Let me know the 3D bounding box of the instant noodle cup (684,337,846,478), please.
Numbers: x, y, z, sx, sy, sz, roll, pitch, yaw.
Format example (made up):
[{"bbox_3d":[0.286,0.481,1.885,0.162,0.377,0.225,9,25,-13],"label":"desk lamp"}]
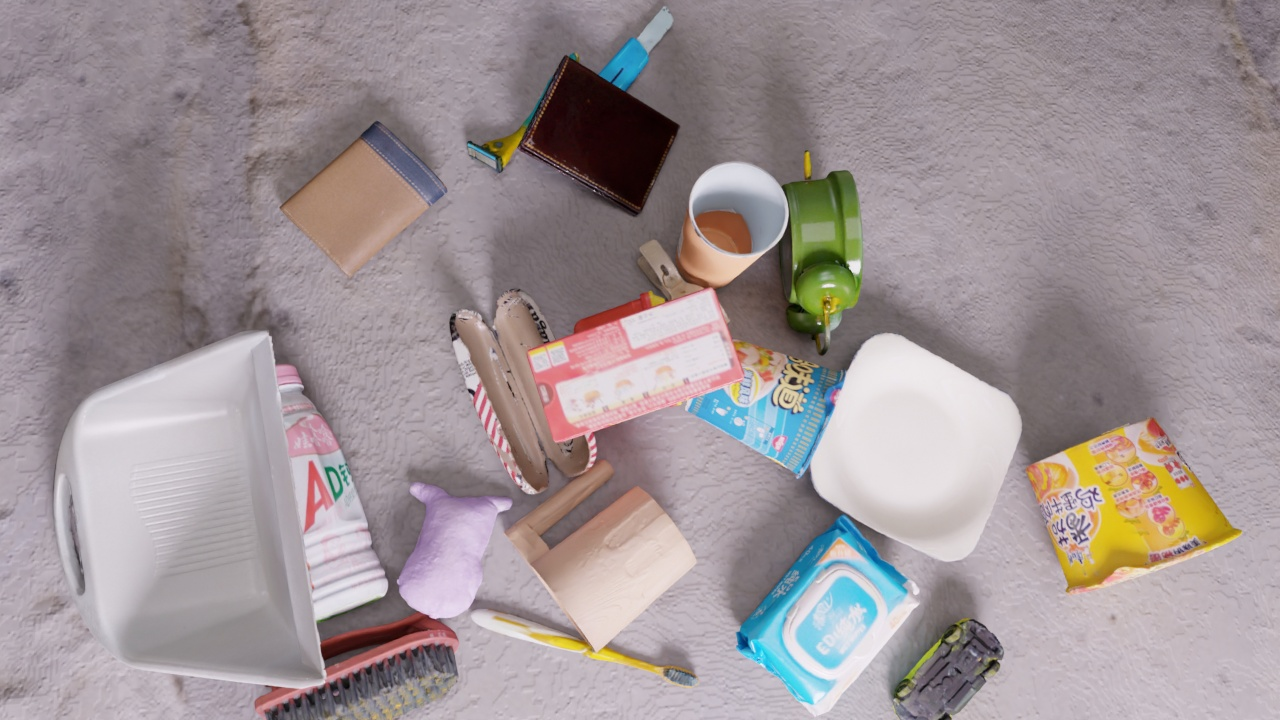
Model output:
[{"bbox_3d":[0.100,0.030,0.757,0.110,0.099,0.099,24,76,7],"label":"instant noodle cup"}]

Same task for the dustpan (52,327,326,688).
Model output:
[{"bbox_3d":[-0.326,0.112,0.626,0.142,0.258,0.222,-9,88,-29],"label":"dustpan"}]

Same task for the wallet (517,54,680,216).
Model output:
[{"bbox_3d":[-0.034,-0.197,0.808,0.122,0.020,0.096,27,80,-17],"label":"wallet"}]

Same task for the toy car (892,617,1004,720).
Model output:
[{"bbox_3d":[0.250,0.259,0.755,0.048,0.032,0.105,42,88,3],"label":"toy car"}]

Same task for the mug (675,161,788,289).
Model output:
[{"bbox_3d":[0.067,-0.103,0.761,0.078,0.123,0.078,2,77,-8],"label":"mug"}]

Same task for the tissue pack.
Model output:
[{"bbox_3d":[0.150,0.205,0.736,0.090,0.063,0.140,44,77,3],"label":"tissue pack"}]

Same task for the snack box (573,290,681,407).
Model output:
[{"bbox_3d":[-0.008,-0.001,0.757,0.080,0.082,0.091,-15,79,3],"label":"snack box"}]

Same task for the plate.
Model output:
[{"bbox_3d":[0.231,0.074,0.787,0.164,0.034,0.163,29,76,-3],"label":"plate"}]

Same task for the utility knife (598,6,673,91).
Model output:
[{"bbox_3d":[-0.026,-0.254,0.836,0.034,0.018,0.191,36,75,2],"label":"utility knife"}]

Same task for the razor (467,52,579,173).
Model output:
[{"bbox_3d":[-0.096,-0.221,0.814,0.043,0.028,0.132,31,77,31],"label":"razor"}]

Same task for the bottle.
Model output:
[{"bbox_3d":[-0.257,0.099,0.709,0.068,0.068,0.197,-20,77,-11],"label":"bottle"}]

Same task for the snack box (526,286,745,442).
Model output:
[{"bbox_3d":[-0.004,0.004,0.700,0.153,0.025,0.075,-19,83,3],"label":"snack box"}]

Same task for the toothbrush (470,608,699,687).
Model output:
[{"bbox_3d":[-0.044,0.229,0.730,0.191,0.018,0.016,18,75,-3],"label":"toothbrush"}]

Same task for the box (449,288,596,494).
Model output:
[{"bbox_3d":[-0.087,0.020,0.742,0.088,0.076,0.163,-28,80,10],"label":"box"}]

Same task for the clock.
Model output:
[{"bbox_3d":[0.151,-0.084,0.774,0.056,0.116,0.161,-4,75,3],"label":"clock"}]

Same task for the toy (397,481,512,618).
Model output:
[{"bbox_3d":[-0.152,0.148,0.717,0.084,0.039,0.107,12,59,-3],"label":"toy"}]

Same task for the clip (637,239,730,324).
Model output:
[{"bbox_3d":[0.034,-0.051,0.801,0.034,0.083,0.104,-36,62,-12],"label":"clip"}]

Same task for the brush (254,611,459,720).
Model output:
[{"bbox_3d":[-0.208,0.235,0.690,0.145,0.063,0.069,-21,52,-12],"label":"brush"}]

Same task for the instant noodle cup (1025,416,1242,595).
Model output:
[{"bbox_3d":[0.394,0.117,0.755,0.138,0.138,0.109,-18,73,-11],"label":"instant noodle cup"}]

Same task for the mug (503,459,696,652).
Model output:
[{"bbox_3d":[-0.032,0.148,0.725,0.103,0.084,0.124,-37,58,-14],"label":"mug"}]

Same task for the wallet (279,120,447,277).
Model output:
[{"bbox_3d":[-0.234,-0.137,0.778,0.090,0.033,0.115,43,77,6],"label":"wallet"}]
